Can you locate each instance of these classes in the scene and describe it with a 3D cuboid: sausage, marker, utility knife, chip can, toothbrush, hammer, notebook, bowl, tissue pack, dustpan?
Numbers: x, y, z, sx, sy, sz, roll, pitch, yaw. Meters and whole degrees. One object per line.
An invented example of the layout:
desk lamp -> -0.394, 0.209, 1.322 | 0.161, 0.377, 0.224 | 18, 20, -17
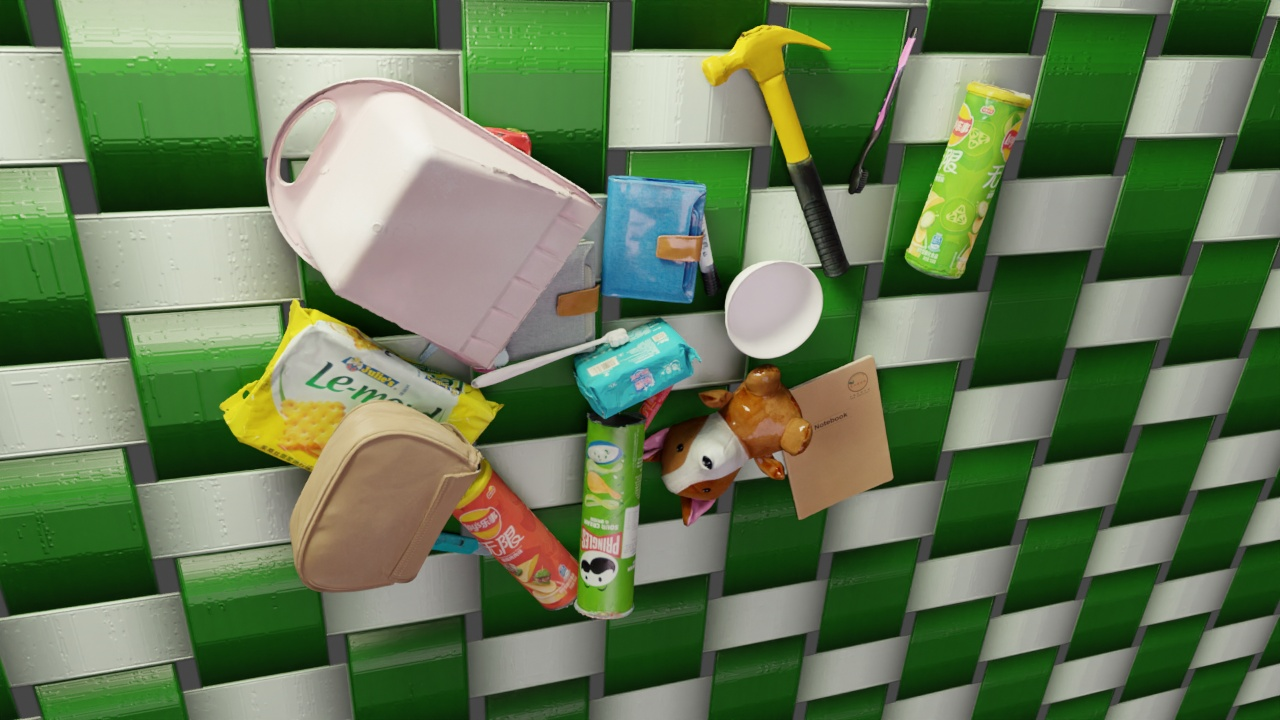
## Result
sausage -> 0.013, 0.054, 1.094 | 0.020, 0.020, 0.156 | 24, 106, -28
marker -> 0.070, -0.132, 1.021 | 0.022, 0.018, 0.131 | -28, 123, -22
utility knife -> -0.251, 0.211, 1.085 | 0.176, 0.013, 0.029 | 16, 111, -25
chip can -> 0.374, -0.203, 1.058 | 0.072, 0.072, 0.222 | 5, 114, -22
toothbrush -> 0.272, -0.274, 1.022 | 0.017, 0.014, 0.189 | 5, 114, -32
utility knife -> -0.172, -0.088, 0.945 | 0.034, 0.018, 0.218 | -17, 113, -8
hammer -> 0.174, -0.220, 1.004 | 0.129, 0.033, 0.301 | -28, 121, -2
chip can -> -0.149, 0.209, 1.086 | 0.073, 0.073, 0.216 | -34, 122, 0
notebook -> 0.255, 0.105, 1.210 | 0.147, 0.008, 0.208 | -22, 121, -8
bowl -> 0.141, -0.068, 1.050 | 0.118, 0.064, 0.118 | -8, 117, -16
chip can -> -0.034, 0.179, 1.077 | 0.072, 0.072, 0.236 | 1, 99, -20
tissue pack -> -0.006, 0.006, 1.020 | 0.133, 0.093, 0.050 | -26, 117, -5
toothbrush -> -0.096, 0.000, 0.994 | 0.180, 0.016, 0.016 | -18, 132, -15
dustpan -> -0.210, -0.145, 0.897 | 0.223, 0.139, 0.273 | -50, 140, 14

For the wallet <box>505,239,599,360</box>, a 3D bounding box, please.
wallet -> -0.096, -0.063, 0.987 | 0.106, 0.037, 0.130 | -6, 119, -16

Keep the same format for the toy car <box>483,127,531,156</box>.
toy car -> -0.160, -0.204, 0.898 | 0.106, 0.031, 0.049 | 3, 113, -18

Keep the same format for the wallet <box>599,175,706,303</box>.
wallet -> 0.013, -0.128, 0.983 | 0.106, 0.040, 0.133 | 5, 116, -2

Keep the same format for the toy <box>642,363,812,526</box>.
toy -> 0.103, 0.101, 1.093 | 0.200, 0.130, 0.140 | -31, 88, 9

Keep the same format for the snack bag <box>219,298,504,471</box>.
snack bag -> -0.286, 0.053, 0.957 | 0.246, 0.068, 0.158 | 31, 107, -30

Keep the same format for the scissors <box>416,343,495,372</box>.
scissors -> -0.199, -0.036, 0.979 | 0.133, 0.017, 0.134 | 32, 106, -26

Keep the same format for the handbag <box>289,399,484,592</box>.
handbag -> -0.260, 0.136, 0.920 | 0.147, 0.099, 0.205 | 20, 112, -34
